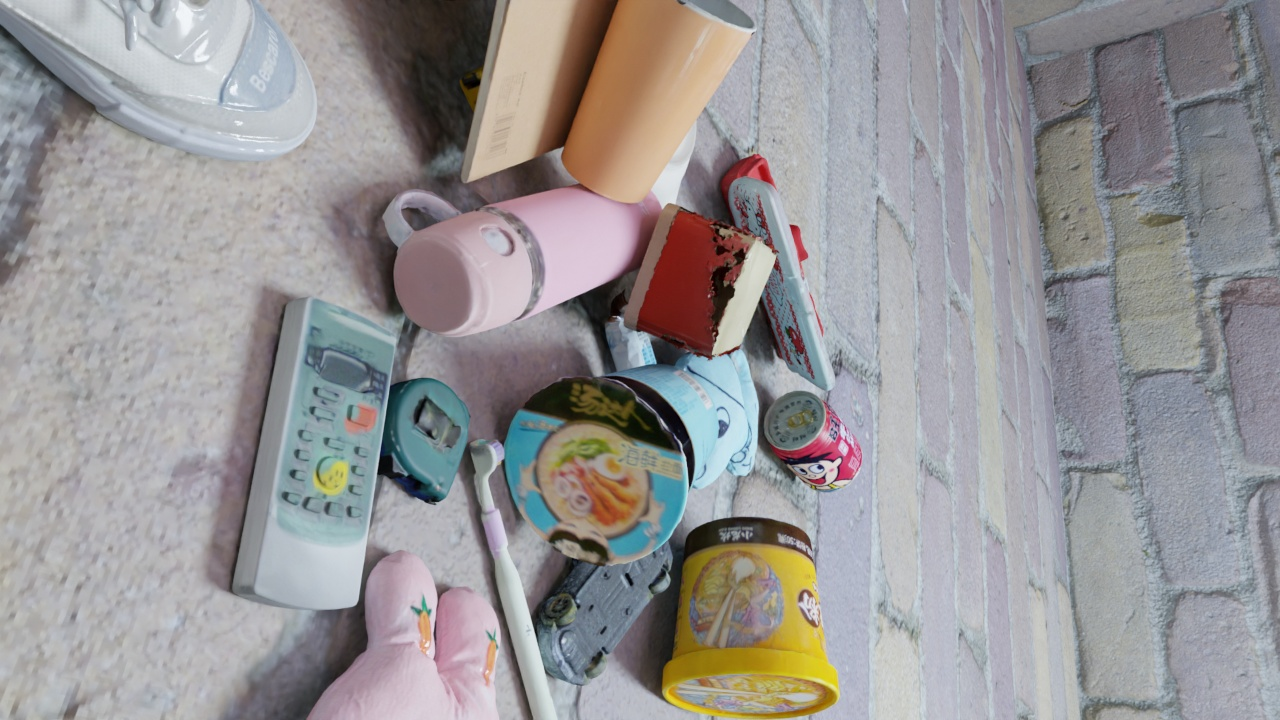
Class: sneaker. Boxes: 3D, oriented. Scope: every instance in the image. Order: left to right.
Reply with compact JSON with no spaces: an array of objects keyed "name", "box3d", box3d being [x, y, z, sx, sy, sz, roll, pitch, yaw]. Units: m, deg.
[{"name":"sneaker","box3d":[-0.195,-0.152,0.309,0.242,0.091,0.089,30,58,-53]}]

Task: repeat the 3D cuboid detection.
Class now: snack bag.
[{"name":"snack bag","box3d":[-0.004,0.004,0.641,0.048,0.026,0.104,-48,122,-68]}]

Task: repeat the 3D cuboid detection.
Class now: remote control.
[{"name":"remote control","box3d":[-0.142,0.042,0.411,0.056,0.019,0.135,31,57,-52]}]

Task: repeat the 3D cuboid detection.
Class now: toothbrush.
[{"name":"toothbrush","box3d":[-0.067,0.136,0.511,0.020,0.029,0.189,-14,97,-17]}]

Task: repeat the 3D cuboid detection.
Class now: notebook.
[{"name":"notebook","box3d":[-0.022,-0.194,0.538,0.210,0.012,0.150,-38,155,-50]}]

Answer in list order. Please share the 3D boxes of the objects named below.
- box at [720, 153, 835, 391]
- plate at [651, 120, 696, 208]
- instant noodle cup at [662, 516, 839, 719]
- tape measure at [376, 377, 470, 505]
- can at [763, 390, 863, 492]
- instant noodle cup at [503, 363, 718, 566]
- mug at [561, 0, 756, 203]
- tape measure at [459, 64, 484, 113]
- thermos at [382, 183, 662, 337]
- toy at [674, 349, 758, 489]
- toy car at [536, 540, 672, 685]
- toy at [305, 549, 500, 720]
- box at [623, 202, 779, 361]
[{"name":"box","box3d":[0.128,-0.081,0.847,0.159,0.065,0.201,-80,150,-65]},{"name":"plate","box3d":[0.001,-0.198,0.697,0.163,0.034,0.164,36,54,-50]},{"name":"instant noodle cup","box3d":[0.076,0.181,0.648,0.118,0.119,0.114,46,38,-44]},{"name":"tape measure","box3d":[-0.109,0.037,0.461,0.054,0.025,0.058,48,43,-43]},{"name":"can","box3d":[0.160,0.075,0.851,0.094,0.067,0.066,44,47,-45]},{"name":"instant noodle cup","box3d":[-0.007,0.052,0.561,0.120,0.111,0.111,-28,106,-67]},{"name":"mug","box3d":[0.003,-0.159,0.537,0.078,0.123,0.078,23,31,-15]},{"name":"tape measure","box3d":[-0.080,-0.157,0.557,0.059,0.029,0.057,-53,127,-46]},{"name":"thermos","box3d":[-0.064,-0.072,0.536,0.087,0.067,0.198,50,34,7]},{"name":"toy","box3d":[0.058,0.041,0.711,0.156,0.050,0.161,56,37,-42]},{"name":"toy car","box3d":[-0.023,0.143,0.567,0.120,0.037,0.054,-48,124,-40]},{"name":"toy","box3d":[-0.104,0.168,0.414,0.121,0.054,0.159,45,38,-45]},{"name":"box","box3d":[0.055,-0.051,0.636,0.168,0.077,0.091,-14,126,-76]}]
